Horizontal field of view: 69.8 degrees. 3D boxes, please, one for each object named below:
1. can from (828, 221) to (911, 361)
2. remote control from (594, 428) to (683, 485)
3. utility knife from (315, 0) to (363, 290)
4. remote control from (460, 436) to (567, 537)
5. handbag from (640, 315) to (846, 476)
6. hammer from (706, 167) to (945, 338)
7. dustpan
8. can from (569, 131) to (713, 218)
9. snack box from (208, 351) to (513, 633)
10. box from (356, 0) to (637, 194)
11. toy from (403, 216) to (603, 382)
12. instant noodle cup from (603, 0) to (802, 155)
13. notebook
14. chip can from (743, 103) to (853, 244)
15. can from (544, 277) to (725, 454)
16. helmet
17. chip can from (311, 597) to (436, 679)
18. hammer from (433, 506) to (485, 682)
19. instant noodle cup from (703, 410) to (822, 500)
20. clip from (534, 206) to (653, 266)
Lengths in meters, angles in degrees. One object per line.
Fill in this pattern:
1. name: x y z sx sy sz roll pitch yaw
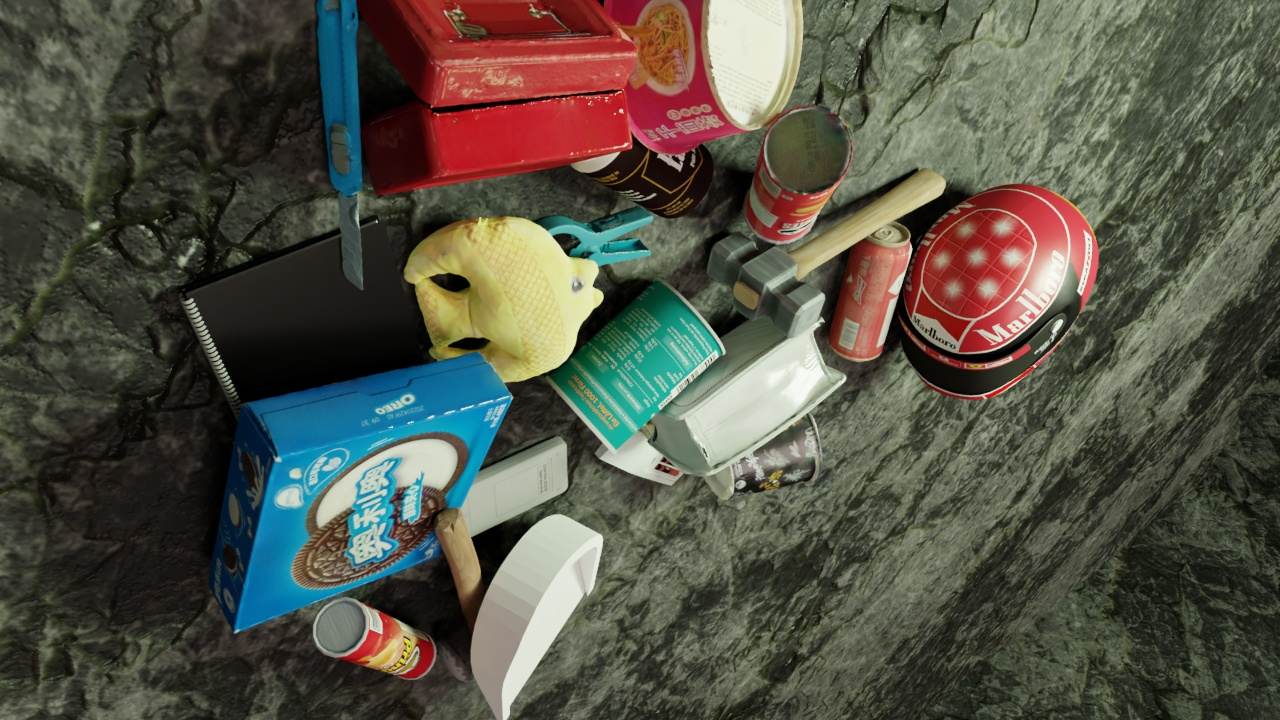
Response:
1. can: 0.269 -0.080 1.082 0.067 0.067 0.170 -21 135 -28
2. remote control: 0.011 0.110 1.049 0.049 0.024 0.143 -52 141 8
3. utility knife: -0.198 -0.148 0.618 0.015 0.031 0.225 -52 154 -52
4. remote control: -0.142 0.133 0.934 0.150 0.019 0.074 -23 137 -27
5. handbag: 0.099 0.030 0.969 0.198 0.142 0.096 -34 110 -14
6. hammer: 0.218 -0.134 0.972 0.321 0.117 0.051 -31 150 -31
7. dustpan: -0.099 0.277 0.991 0.191 0.053 0.258 -53 156 -31
8. can: -0.001 -0.168 0.753 0.128 0.072 0.072 19 109 -49
9. snack box: -0.229 0.106 0.740 0.195 0.056 0.240 -15 147 -42
10. box: -0.101 -0.171 0.623 0.157 0.147 0.156 -14 143 -34
11. toy: -0.108 -0.050 0.754 0.155 0.064 0.171 -10 134 -2
12. instant noodle cup: 0.056 -0.241 0.679 0.178 0.078 0.179 -19 115 -50
13. notebook: -0.245 0.005 0.715 0.148 0.016 0.207 -27 134 -25
14. chip can: 0.131 -0.154 0.790 0.073 0.073 0.233 -47 176 1
15. can: -0.005 0.005 0.881 0.144 0.099 0.099 -42 142 -5
16. helmet: 0.419 -0.084 1.108 0.271 0.197 0.224 -55 149 11
17. chip can: -0.250 0.271 0.881 0.051 0.052 0.215 -37 159 -12
18. hammer: -0.170 0.230 0.918 0.097 0.052 0.329 -36 153 -26
19. instant noodle cup: 0.127 0.095 1.067 0.112 0.137 0.137 -17 135 -17
20. clip: -0.048 -0.115 0.797 0.130 0.031 0.121 -34 136 -14
